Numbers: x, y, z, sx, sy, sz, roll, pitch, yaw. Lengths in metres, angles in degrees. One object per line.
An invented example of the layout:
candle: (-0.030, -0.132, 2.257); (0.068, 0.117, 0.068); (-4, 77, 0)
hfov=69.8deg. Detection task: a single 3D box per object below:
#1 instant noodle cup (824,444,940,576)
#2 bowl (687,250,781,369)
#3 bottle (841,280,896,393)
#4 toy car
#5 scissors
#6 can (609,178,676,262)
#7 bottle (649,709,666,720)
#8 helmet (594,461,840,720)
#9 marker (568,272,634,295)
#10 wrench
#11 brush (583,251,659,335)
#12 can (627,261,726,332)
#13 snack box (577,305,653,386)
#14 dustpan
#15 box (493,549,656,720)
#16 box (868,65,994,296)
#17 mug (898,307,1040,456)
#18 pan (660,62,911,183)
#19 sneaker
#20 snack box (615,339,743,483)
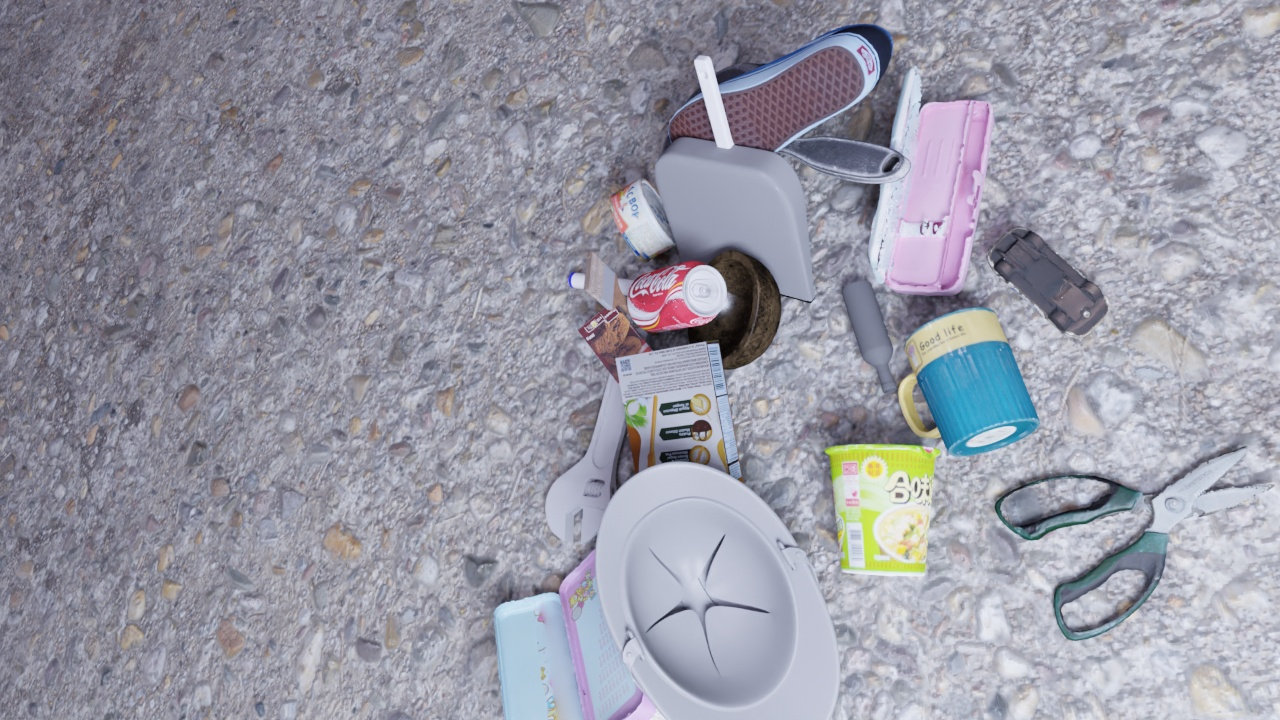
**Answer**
instant noodle cup: (0.209, 0.130, 0.797); (0.099, 0.098, 0.108); (-3, 79, 30)
bowl: (0.105, -0.047, 0.933); (0.121, 0.056, 0.121); (-26, 60, 55)
bottle: (0.222, -0.021, 0.876); (0.030, 0.030, 0.112); (-23, 62, 23)
toy car: (0.358, -0.068, 0.809); (0.048, 0.040, 0.113); (-45, 74, 10)
scissors: (0.385, 0.114, 0.739); (0.210, 0.015, 0.146); (-44, 54, 11)
can: (0.005, -0.157, 1.025); (0.043, 0.086, 0.086); (-27, 61, 18)
bottle: (0.021, 0.322, 0.854); (0.063, 0.063, 0.108); (-31, 59, 19)
helmet: (0.061, 0.227, 0.838); (0.183, 0.118, 0.271); (-28, 81, -11)
marker: (-0.022, -0.086, 1.055); (0.142, 0.020, 0.020); (11, 79, 34)
wrench: (-0.040, 0.067, 1.014); (0.087, 0.018, 0.273); (5, 74, 33)
brush: (-0.017, -0.059, 0.967); (0.008, 0.143, 0.045); (-12, 58, 28)
can: (0.036, -0.064, 0.932); (0.105, 0.064, 0.064); (-7, 66, 60)
snack box: (-0.006, 0.006, 0.988); (0.051, 0.032, 0.141); (-39, 64, 1)
dustpan: (0.084, -0.175, 0.896); (0.163, 0.258, 0.033); (20, 59, 35)
box: (-0.067, 0.285, 0.878); (0.150, 0.049, 0.214); (-28, 31, 3)
box: (0.267, -0.169, 0.860); (0.087, 0.102, 0.201); (6, 76, 35)
mug: (0.278, 0.027, 0.804); (0.114, 0.083, 0.107); (-43, 54, 46)
pan: (0.131, -0.222, 0.937); (0.357, 0.055, 0.187); (29, 92, 57)
sneaker: (0.136, -0.250, 0.876); (0.242, 0.083, 0.098); (-12, 24, 48)
snack box: (0.041, 0.080, 0.908); (0.101, 0.031, 0.186); (-10, 90, 28)
